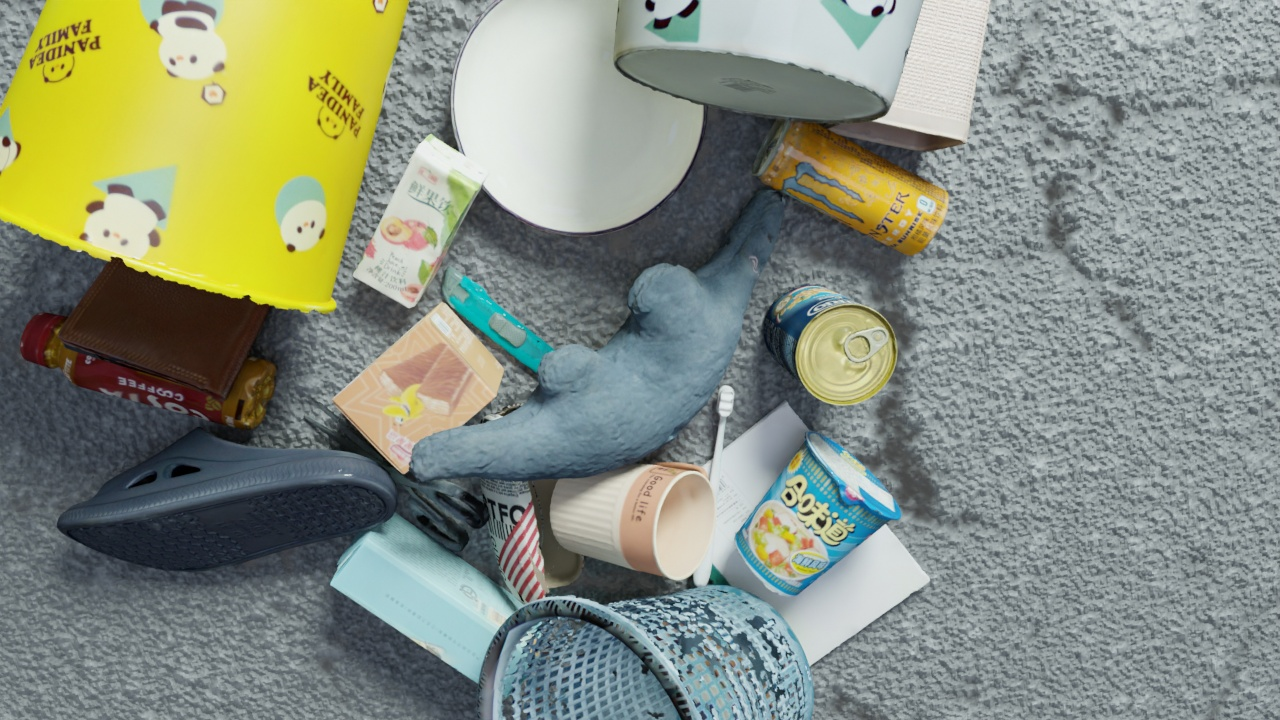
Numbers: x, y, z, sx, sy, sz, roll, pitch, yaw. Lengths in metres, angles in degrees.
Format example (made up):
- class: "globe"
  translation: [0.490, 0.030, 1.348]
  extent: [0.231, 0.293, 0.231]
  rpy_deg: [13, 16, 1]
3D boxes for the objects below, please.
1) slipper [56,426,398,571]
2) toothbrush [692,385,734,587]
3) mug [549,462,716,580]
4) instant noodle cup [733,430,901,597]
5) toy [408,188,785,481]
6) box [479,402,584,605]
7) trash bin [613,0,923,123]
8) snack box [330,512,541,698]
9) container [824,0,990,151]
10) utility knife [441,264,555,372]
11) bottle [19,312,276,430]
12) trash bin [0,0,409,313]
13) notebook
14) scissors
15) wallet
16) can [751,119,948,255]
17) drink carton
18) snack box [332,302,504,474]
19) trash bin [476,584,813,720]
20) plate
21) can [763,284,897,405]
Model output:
- class: "slipper"
  translation: [-0.315, 0.102, 0.721]
  extent: [0.268, 0.083, 0.111]
  rpy_deg: [-12, 142, 10]
- class: "toothbrush"
  translation: [0.061, 0.109, 0.769]
  extent: [0.016, 0.016, 0.180]
  rpy_deg: [8, 102, 3]
- class: "mug"
  translation: [0.002, 0.114, 0.731]
  extent: [0.106, 0.114, 0.082]
  rpy_deg: [4, 118, 37]
- class: "instant noodle cup"
  translation: [0.135, 0.129, 0.741]
  extent: [0.099, 0.099, 0.110]
  rpy_deg: [37, 107, -10]
- class: "toy"
  translation: [-0.004, 0.004, 0.699]
  extent: [0.355, 0.091, 0.138]
  rpy_deg: [-40, 127, -16]
- class: "box"
  translation: [-0.087, 0.114, 0.755]
  extent: [0.086, 0.076, 0.163]
  rpy_deg: [-21, 104, -39]
- class: "trash bin"
  translation: [0.094, -0.297, 0.581]
  extent: [0.229, 0.229, 0.252]
  rpy_deg: [10, 96, -6]
- class: "snack box"
  translation: [-0.162, 0.197, 0.752]
  extent: [0.175, 0.074, 0.051]
  rpy_deg: [38, 96, -10]
- class: "container"
  translation: [0.201, -0.223, 0.687]
  extent: [0.090, 0.090, 0.111]
  rpy_deg: [10, 97, -6]
- class: "utility knife"
  translation: [-0.093, -0.013, 0.745]
  extent: [0.174, 0.013, 0.029]
  rpy_deg: [39, 98, -10]
- class: "bottle"
  translation: [-0.377, 0.005, 0.707]
  extent: [0.175, 0.057, 0.057]
  rpy_deg: [16, 100, -7]
- class: "trash bin"
  translation: [-0.273, -0.188, 0.599]
  extent: [0.229, 0.229, 0.255]
  rpy_deg: [20, 94, -8]
- class: "notebook"
  translation: [0.131, 0.159, 0.796]
  extent: [0.150, 0.012, 0.209]
  rpy_deg: [-38, 100, 6]
- class: "scissors"
  translation: [-0.193, 0.091, 0.740]
  extent: [0.163, 0.014, 0.165]
  rpy_deg: [2, 127, 32]
- class: "wallet"
  translation: [-0.349, -0.032, 0.686]
  extent: [0.124, 0.032, 0.101]
  rpy_deg: [19, 59, -4]
- class: "can"
  translation: [0.164, -0.137, 0.715]
  extent: [0.146, 0.058, 0.058]
  rpy_deg: [25, 99, -8]
- class: "drink carton"
  translation: [-0.164, -0.103, 0.687]
  extent: [0.053, 0.045, 0.123]
  rpy_deg: [31, 122, -11]
- class: "snack box"
  translation: [-0.166, 0.019, 0.706]
  extent: [0.094, 0.092, 0.077]
  rpy_deg: [-40, 102, 4]
- class: "trash bin"
  translation: [0.021, 0.268, 0.698]
  extent: [0.227, 0.194, 0.226]
  rpy_deg: [4, 97, 39]
- class: "plate"
  translation: [-0.046, -0.192, 0.699]
  extent: [0.192, 0.039, 0.192]
  rpy_deg: [-1, 101, -4]
- class: "can"
  translation: [0.143, -0.015, 0.712]
  extent: [0.075, 0.111, 0.075]
  rpy_deg: [-1, 103, -5]
